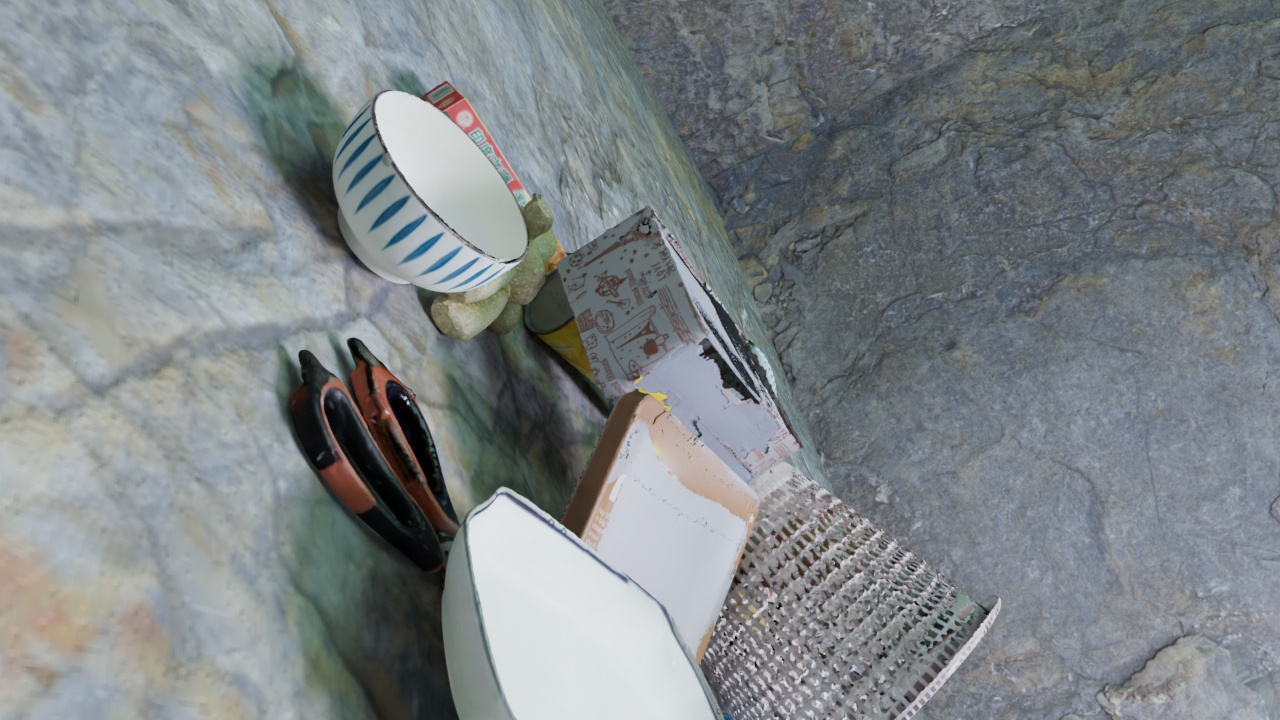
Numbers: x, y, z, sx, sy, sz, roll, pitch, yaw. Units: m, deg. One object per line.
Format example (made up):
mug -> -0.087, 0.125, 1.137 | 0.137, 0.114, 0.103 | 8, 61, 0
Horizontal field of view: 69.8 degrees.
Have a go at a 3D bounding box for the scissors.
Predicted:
scissors -> -0.094, 0.085, 0.451 | 0.205, 0.015, 0.196 | 47, 21, -56

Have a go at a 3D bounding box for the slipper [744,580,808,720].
slipper -> 0.133, 0.255, 0.972 | 0.114, 0.054, 0.274 | 35, 33, -73

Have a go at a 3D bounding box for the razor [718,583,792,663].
razor -> 0.088, 0.224, 0.851 | 0.167, 0.067, 0.062 | 48, -5, -35

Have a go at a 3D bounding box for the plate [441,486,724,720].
plate -> -0.015, 0.166, 0.437 | 0.266, 0.034, 0.162 | 50, 14, -48

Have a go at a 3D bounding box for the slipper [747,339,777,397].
slipper -> 0.085, 0.100, 0.895 | 0.104, 0.074, 0.245 | -111, -154, -85

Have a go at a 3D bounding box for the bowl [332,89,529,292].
bowl -> -0.124, -0.084, 0.511 | 0.116, 0.066, 0.116 | 46, 22, -25

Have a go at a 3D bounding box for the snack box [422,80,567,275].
snack box -> -0.116, -0.146, 0.739 | 0.156, 0.027, 0.077 | 57, -4, -33

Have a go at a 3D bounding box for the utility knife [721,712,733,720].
utility knife -> 0.040, 0.277, 0.628 | 0.216, 0.018, 0.034 | 33, 35, -70

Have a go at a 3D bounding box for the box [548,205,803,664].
box -> 0.023, 0.051, 0.600 | 0.179, 0.125, 0.273 | 46, 41, -47

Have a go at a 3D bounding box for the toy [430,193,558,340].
toy -> -0.096, -0.063, 0.620 | 0.157, 0.066, 0.105 | -67, 175, -62

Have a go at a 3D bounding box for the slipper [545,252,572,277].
slipper -> -0.002, -0.043, 0.877 | 0.268, 0.083, 0.110 | 32, 32, -50

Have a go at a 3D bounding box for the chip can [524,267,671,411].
chip can -> -0.005, 0.005, 0.783 | 0.213, 0.072, 0.072 | 43, 23, -39

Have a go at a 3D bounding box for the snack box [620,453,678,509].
snack box -> 0.020, 0.110, 0.856 | 0.084, 0.026, 0.157 | 66, 12, 1

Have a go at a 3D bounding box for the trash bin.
trash bin -> 0.123, 0.193, 0.704 | 0.192, 0.227, 0.227 | 46, 6, 19
